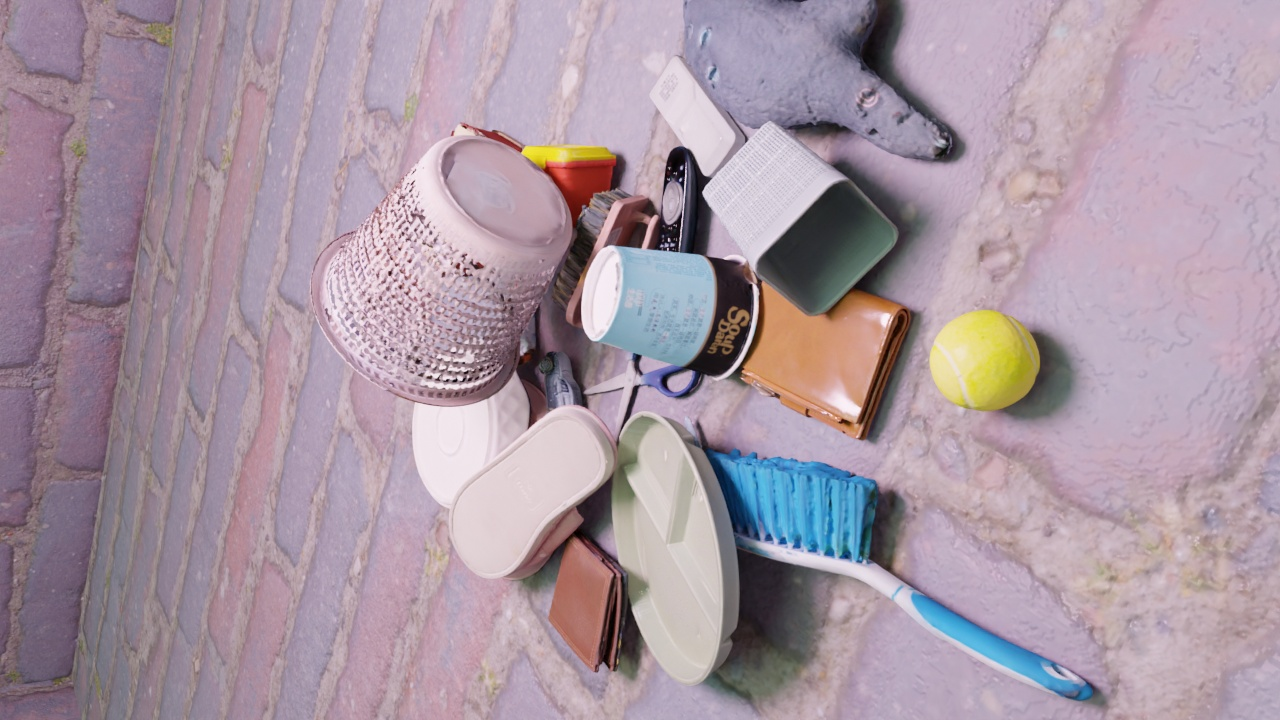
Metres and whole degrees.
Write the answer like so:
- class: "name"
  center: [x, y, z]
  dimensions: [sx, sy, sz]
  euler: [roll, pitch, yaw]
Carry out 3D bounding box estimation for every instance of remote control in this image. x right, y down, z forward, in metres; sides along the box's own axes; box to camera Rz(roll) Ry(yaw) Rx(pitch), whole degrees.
- class: "remote control"
  center: [0.035, -0.125, 0.837]
  dimensions: [0.053, 0.024, 0.136]
  euler: [-164, 79, -67]
- class: "remote control"
  center: [0.049, -0.221, 0.832]
  dimensions: [0.049, 0.024, 0.125]
  euler: [-52, 51, 33]

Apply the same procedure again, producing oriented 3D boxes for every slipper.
- class: "slipper"
  center: [-0.108, 0.132, 0.921]
  dimensions: [0.114, 0.054, 0.275]
  euler: [50, 128, 8]

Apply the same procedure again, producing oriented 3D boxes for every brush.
- class: "brush"
  center: [-0.035, -0.093, 0.896]
  dimensions: [0.073, 0.063, 0.146]
  euler: [33, 117, 13]
- class: "brush"
  center: [0.163, 0.138, 0.658]
  dimensions: [0.315, 0.060, 0.109]
  euler: [7, 94, 45]

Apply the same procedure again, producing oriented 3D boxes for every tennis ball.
- class: "tennis ball"
  center: [0.220, 0.000, 0.588]
  dimensions: [0.066, 0.065, 0.065]
  euler: [-5, 84, 49]

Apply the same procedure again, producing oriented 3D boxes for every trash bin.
- class: "trash bin"
  center: [-0.175, -0.099, 0.883]
  dimensions: [0.193, 0.227, 0.227]
  euler: [-45, 55, 38]

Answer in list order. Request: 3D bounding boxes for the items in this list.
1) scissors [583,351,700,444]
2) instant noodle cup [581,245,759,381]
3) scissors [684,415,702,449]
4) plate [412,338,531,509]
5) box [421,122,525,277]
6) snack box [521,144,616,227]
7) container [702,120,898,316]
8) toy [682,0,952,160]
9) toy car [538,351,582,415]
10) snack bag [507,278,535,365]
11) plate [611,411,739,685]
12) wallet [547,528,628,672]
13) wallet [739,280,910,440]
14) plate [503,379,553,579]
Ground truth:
- class: "scissors"
  center: [-0.003, 0.007, 0.885]
  dimensions: [0.176, 0.012, 0.162]
  euler: [-4, 85, 50]
- class: "instant noodle cup"
  center: [0.019, -0.047, 0.761]
  dimensions: [0.111, 0.120, 0.111]
  euler: [-38, 47, 56]
- class: "scissors"
  center: [0.053, 0.113, 0.801]
  dimensions: [0.137, 0.017, 0.094]
  euler: [44, 110, 34]
- class: "plate"
  center: [-0.198, 0.076, 1.038]
  dimensions: [0.205, 0.045, 0.204]
  euler: [-6, 82, 49]
- class: "box"
  center: [-0.205, -0.189, 1.082]
  dimensions: [0.091, 0.076, 0.168]
  euler: [38, 115, 43]
- class: "snack box"
  center: [-0.074, -0.178, 0.935]
  dimensions: [0.091, 0.081, 0.080]
  euler: [18, 114, 49]
- class: "container"
  center: [0.113, -0.110, 0.684]
  dimensions: [0.090, 0.090, 0.111]
  euler: [-45, 43, 15]
- class: "toy"
  center: [0.108, -0.260, 0.730]
  dimensions: [0.138, 0.091, 0.356]
  euler: [-35, 59, 10]
- class: "toy car"
  center: [-0.081, 0.034, 0.952]
  dimensions: [0.034, 0.043, 0.090]
  euler: [-10, 81, 21]
- class: "snack bag"
  center: [-0.132, -0.046, 1.025]
  dimensions: [0.048, 0.026, 0.104]
  euler: [-15, 77, 55]
- class: "plate"
  center: [0.026, 0.155, 0.777]
  dimensions: [0.230, 0.027, 0.230]
  euler: [173, 90, -69]
- class: "wallet"
  center: [-0.051, 0.231, 0.898]
  dimensions: [0.125, 0.032, 0.101]
  euler: [24, 106, 61]
- class: "wallet"
  center: [0.136, -0.010, 0.712]
  dimensions: [0.132, 0.031, 0.108]
  euler: [29, 107, 48]
- class: "plate"
  center: [-0.158, 0.134, 1.043]
  dimensions: [0.230, 0.028, 0.229]
  euler: [-6, 82, 49]
